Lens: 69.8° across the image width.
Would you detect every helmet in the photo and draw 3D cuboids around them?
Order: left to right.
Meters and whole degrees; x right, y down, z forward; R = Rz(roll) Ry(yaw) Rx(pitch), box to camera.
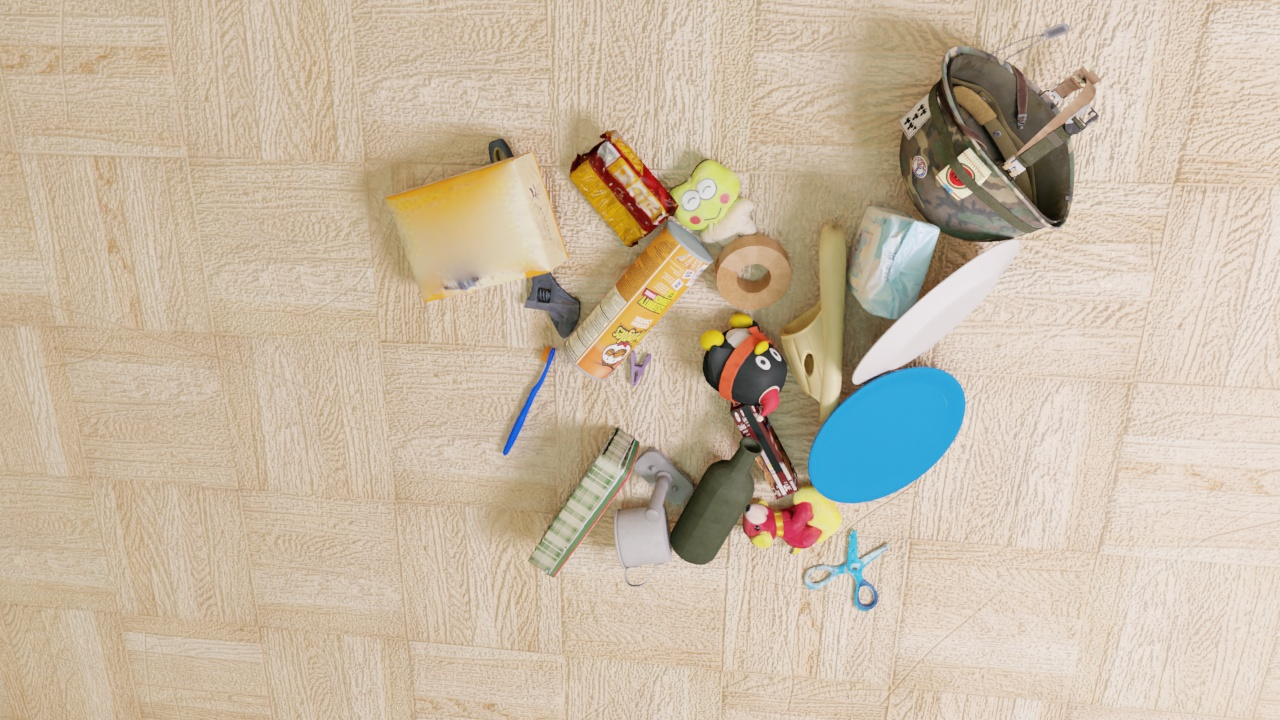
[{"bbox_3d":[0.394,-0.239,0.992,0.237,0.192,0.224,-10,119,45],"label":"helmet"}]

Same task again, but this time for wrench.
[{"bbox_3d":[-0.143,-0.154,1.199,0.073,0.022,0.273,-13,108,14],"label":"wrench"}]

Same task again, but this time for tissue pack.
[{"bbox_3d":[0.287,-0.116,1.066,0.070,0.181,0.112,16,105,2],"label":"tissue pack"}]

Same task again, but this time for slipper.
[{"bbox_3d":[0.214,-0.039,1.143,0.079,0.111,0.262,1,107,7],"label":"slipper"}]

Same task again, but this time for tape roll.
[{"bbox_3d":[0.142,-0.110,1.156,0.094,0.027,0.094,1,126,1],"label":"tape roll"}]

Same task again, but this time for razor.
[{"bbox_3d":[0.025,0.181,1.245,0.088,0.116,0.047,43,114,-8],"label":"razor"}]

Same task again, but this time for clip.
[{"bbox_3d":[0.001,0.008,1.243,0.046,0.014,0.050,-14,104,10],"label":"clip"}]

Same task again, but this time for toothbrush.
[{"bbox_3d":[-0.159,0.058,1.281,0.018,0.016,0.183,28,111,3],"label":"toothbrush"}]

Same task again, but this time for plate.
[{"bbox_3d":[0.312,0.094,1.178,0.224,0.024,0.225,-12,130,-15],"label":"plate"},{"bbox_3d":[0.345,-0.047,1.062,0.243,0.242,0.016,-45,70,19],"label":"plate"}]

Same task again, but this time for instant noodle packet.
[{"bbox_3d":[-0.024,-0.213,1.137,0.135,0.039,0.099,49,138,-10],"label":"instant noodle packet"}]

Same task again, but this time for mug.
[{"bbox_3d":[0.005,0.261,1.290,0.070,0.084,0.113,-9,90,9],"label":"mug"}]

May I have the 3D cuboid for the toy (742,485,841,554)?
[{"bbox_3d":[0.209,0.225,1.270,0.137,0.067,0.106,-8,111,-2],"label":"toy"}]

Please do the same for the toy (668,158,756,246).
[{"bbox_3d":[0.094,-0.189,1.141,0.092,0.046,0.115,-39,108,21],"label":"toy"}]

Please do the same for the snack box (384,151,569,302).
[{"bbox_3d":[-0.209,-0.163,1.157,0.196,0.080,0.145,-11,108,23],"label":"snack box"}]

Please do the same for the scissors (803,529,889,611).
[{"bbox_3d":[0.306,0.306,1.307,0.134,0.012,0.134,-38,100,17],"label":"scissors"}]

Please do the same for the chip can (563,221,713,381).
[{"bbox_3d":[-0.005,-0.074,1.180,0.075,0.075,0.215,40,110,-7],"label":"chip can"}]

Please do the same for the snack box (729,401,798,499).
[{"bbox_3d":[0.167,0.113,1.235,0.032,0.051,0.141,-25,104,16],"label":"snack box"}]

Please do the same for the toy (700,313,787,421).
[{"bbox_3d":[0.139,0.012,1.170,0.119,0.097,0.100,34,136,29],"label":"toy"}]

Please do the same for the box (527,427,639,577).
[{"bbox_3d":[-0.075,0.195,1.267,0.050,0.117,0.206,35,109,0],"label":"box"}]

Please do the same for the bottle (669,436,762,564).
[{"bbox_3d":[0.107,0.186,1.237,0.071,0.071,0.207,24,125,-1],"label":"bottle"}]
